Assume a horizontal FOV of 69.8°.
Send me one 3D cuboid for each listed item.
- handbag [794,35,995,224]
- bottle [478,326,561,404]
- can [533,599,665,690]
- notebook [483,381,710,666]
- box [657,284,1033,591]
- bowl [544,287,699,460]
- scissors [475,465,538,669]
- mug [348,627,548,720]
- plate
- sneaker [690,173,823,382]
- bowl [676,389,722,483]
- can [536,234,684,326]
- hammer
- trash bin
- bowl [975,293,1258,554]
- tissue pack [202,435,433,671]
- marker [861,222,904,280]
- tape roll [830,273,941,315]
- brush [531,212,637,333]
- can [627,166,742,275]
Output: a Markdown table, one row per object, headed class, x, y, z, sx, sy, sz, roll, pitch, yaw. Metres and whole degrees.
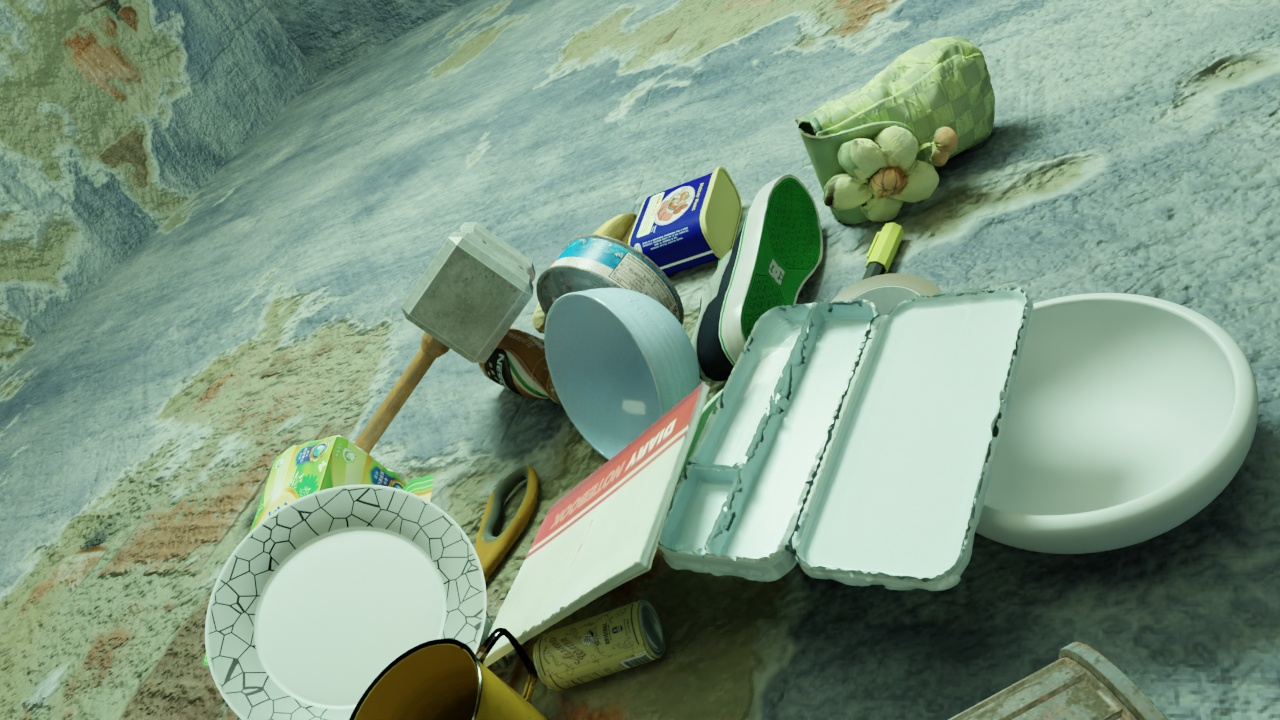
| class | x | y | z | sx | sy | sz | roll | pitch | yaw |
| --- | --- | --- | --- | --- | --- | --- | --- | --- | --- |
| handbag | 0.235 | -0.199 | 0.811 | 0.186 | 0.113 | 0.116 | -31 | 40 | 4 |
| bottle | -0.097 | 0.010 | 0.876 | 0.059 | 0.059 | 0.167 | -45 | 34 | -17 |
| can | -0.027 | 0.187 | 0.599 | 0.080 | 0.038 | 0.038 | -23 | 34 | 16 |
| notebook | -0.035 | 0.115 | 0.617 | 0.209 | 0.012 | 0.152 | -42 | 16 | 42 |
| box | 0.118 | 0.038 | 0.532 | 0.189 | 0.037 | 0.208 | -3 | 46 | 37 |
| bowl | -0.004 | 0.004 | 0.740 | 0.074 | 0.151 | 0.151 | -26 | 25 | -32 |
| scissors | -0.155 | 0.180 | 0.745 | 0.217 | 0.016 | 0.224 | -13 | 40 | 29 |
| mug | -0.104 | 0.228 | 0.559 | 0.101 | 0.094 | 0.123 | 6 | 52 | 45 |
| plate | -0.205 | 0.178 | 0.650 | 0.188 | 0.016 | 0.188 | 4 | 56 | -6 |
| sneaker | 0.097 | -0.075 | 0.802 | 0.079 | 0.084 | 0.234 | -22 | 33 | 42 |
| bowl | 0.105 | 0.070 | 0.598 | 0.151 | 0.077 | 0.150 | -23 | 34 | 17 |
| can | -0.028 | -0.050 | 0.826 | 0.130 | 0.130 | 0.044 | 2 | 47 | 43 |
| hammer | -0.219 | 0.028 | 0.843 | 0.318 | 0.083 | 0.162 | -53 | 12 | 8 |
| trash bin | 0.113 | 0.216 | 0.351 | 0.211 | 0.131 | 0.130 | -31 | 32 | 2 |
| bowl | 0.245 | 0.043 | 0.518 | 0.177 | 0.066 | 0.176 | -23 | 34 | 17 |
| tissue pack | -0.232 | 0.160 | 0.729 | 0.142 | 0.120 | 0.197 | -18 | 53 | 25 |
| marker | 0.190 | -0.067 | 0.760 | 0.021 | 0.017 | 0.123 | -2 | 45 | 41 |
| tape roll | 0.182 | -0.021 | 0.679 | 0.094 | 0.030 | 0.093 | -16 | 44 | 16 |
| brush | -0.052 | -0.092 | 0.974 | 0.043 | 0.059 | 0.194 | -13 | 35 | 45 |
| can | 0.046 | -0.139 | 0.949 | 0.092 | 0.056 | 0.116 | -15 | 37 | 29 |
